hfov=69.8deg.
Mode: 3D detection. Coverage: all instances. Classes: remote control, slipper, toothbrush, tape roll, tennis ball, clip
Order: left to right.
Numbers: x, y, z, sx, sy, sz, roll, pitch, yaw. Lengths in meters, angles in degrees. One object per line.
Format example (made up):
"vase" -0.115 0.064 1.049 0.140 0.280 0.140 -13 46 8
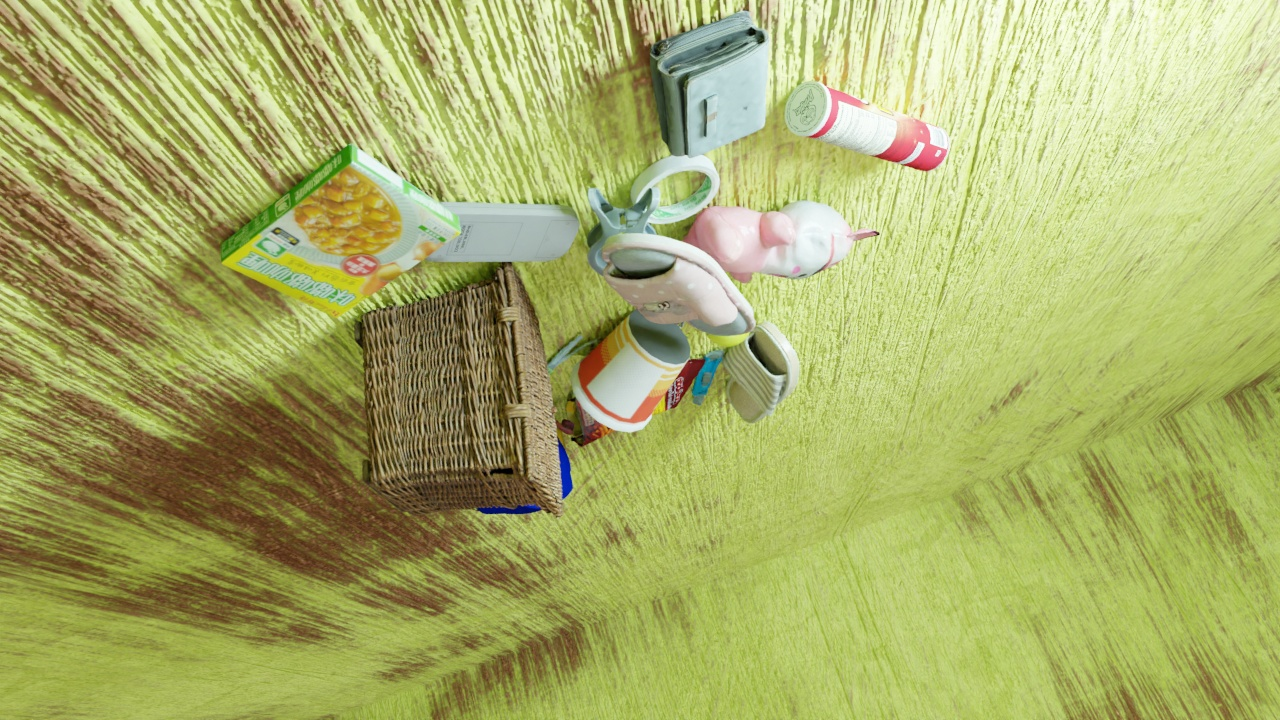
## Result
"remote control" -0.137 -0.129 0.919 0.150 0.019 0.074 -3 148 -28
"toothbrush" -0.143 0.062 1.266 0.016 0.016 0.190 1 156 31
"clip" 0.000 -0.134 0.965 0.115 0.028 0.163 -3 160 -1
"tape roll" 0.036 -0.177 0.952 0.093 0.018 0.094 -16 155 -8
"slipper" 0.048 -0.067 1.004 0.114 0.054 0.274 -1 163 31
"tennis ball" 0.115 -0.051 1.216 0.065 0.065 0.065 -16 155 -8
"slipper" 0.172 0.029 1.384 0.054 0.114 0.273 -35 163 -18

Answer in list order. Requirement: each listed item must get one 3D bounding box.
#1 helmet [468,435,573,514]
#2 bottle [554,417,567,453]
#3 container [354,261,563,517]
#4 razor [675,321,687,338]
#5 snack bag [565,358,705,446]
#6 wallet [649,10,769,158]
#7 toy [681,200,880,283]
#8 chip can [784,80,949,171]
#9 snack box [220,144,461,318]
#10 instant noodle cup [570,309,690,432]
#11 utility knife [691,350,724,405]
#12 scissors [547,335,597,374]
"helmet" -0.223 0.139 1.242 0.228 0.147 0.241 -19 139 32
"bottle" -0.149 0.124 1.373 0.071 0.071 0.164 -17 155 -7
"container" -0.196 0.045 0.992 0.183 0.249 0.162 -10 156 2
"razor" 0.055 -0.076 1.176 0.043 0.022 0.145 22 146 4
"snack bag" -0.009 0.056 1.384 0.207 0.066 0.139 -21 152 -22
"wallet" 0.064 -0.238 0.815 0.100 0.054 0.132 -19 161 0
"toy" 0.152 -0.135 1.045 0.212 0.084 0.142 -5 170 -21
"chip can" 0.238 -0.237 0.942 0.214 0.051 0.052 2 147 -41
"snack box" -0.269 -0.110 0.832 0.168 0.027 0.132 -30 146 21
"instant noodle cup" -0.007 0.007 1.191 0.123 0.123 0.121 3 140 -40
"utility knife" 0.102 0.030 1.434 0.031 0.015 0.186 5 153 -3
"scissors" -0.119 0.012 1.237 0.175 0.032 0.092 -28 152 26
